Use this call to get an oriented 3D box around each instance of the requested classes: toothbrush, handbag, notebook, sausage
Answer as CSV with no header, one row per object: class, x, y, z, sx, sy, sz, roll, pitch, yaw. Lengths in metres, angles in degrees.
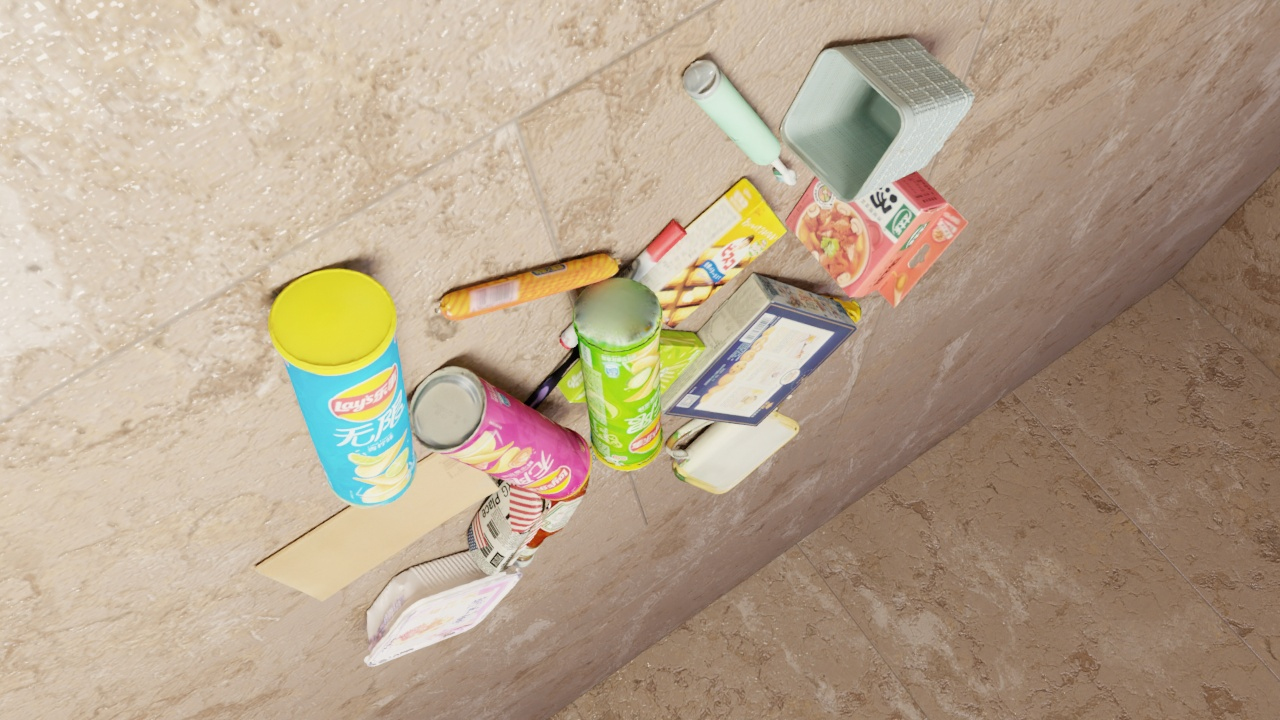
toothbrush,0.085,-0.169,0.692,0.224,0.027,0.026,16,92,-64
handbag,0.112,0.102,1.263,0.164,0.063,0.178,-44,143,18
notebook,-0.243,0.156,0.883,0.211,0.012,0.150,-33,157,-10
toothbrush,-0.095,0.034,0.855,0.189,0.014,0.016,-46,-179,26
sausage,-0.079,-0.056,0.682,0.164,0.021,0.022,-19,153,-36

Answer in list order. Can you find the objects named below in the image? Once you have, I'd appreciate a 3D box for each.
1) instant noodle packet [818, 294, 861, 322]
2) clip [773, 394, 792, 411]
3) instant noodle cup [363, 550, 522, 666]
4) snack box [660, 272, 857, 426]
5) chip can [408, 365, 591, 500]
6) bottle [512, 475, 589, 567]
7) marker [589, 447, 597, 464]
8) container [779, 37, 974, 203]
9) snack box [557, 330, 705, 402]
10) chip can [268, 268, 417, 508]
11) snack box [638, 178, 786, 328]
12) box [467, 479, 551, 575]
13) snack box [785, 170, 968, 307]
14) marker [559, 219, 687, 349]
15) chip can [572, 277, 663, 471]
instant noodle packet,0.210,-0.029,1.144,0.110,0.044,0.129,-1,137,-53
clip,0.147,0.022,1.182,0.102,0.094,0.035,34,115,-27
instant noodle cup,-0.239,0.280,1.077,0.173,0.060,0.138,-8,145,-52
snack box,0.127,-0.004,1.027,0.182,0.045,0.178,11,130,-48
chip can,-0.114,0.069,0.794,0.071,0.071,0.210,-38,154,4
bottle,-0.115,0.179,1.057,0.059,0.059,0.207,-20,153,-36
marker,-0.046,0.101,1.059,0.146,0.017,0.017,-42,158,14
container,0.188,-0.192,0.720,0.111,0.090,0.090,-24,156,-36
snack box,-0.005,0.005,0.912,0.086,0.026,0.156,-47,156,23
chip can,-0.192,0.029,0.617,0.071,0.071,0.211,-27,157,-23
snack box,0.058,-0.090,0.804,0.140,0.033,0.087,-42,158,10
box,-0.141,0.174,1.003,0.059,0.071,0.165,5,140,-34
snack box,0.209,-0.125,0.831,0.044,0.127,0.113,-18,151,-39
marker,-0.017,-0.062,0.771,0.145,0.017,0.017,-44,157,18
chip can,-0.016,0.017,0.797,0.072,0.072,0.222,-30,152,-16
